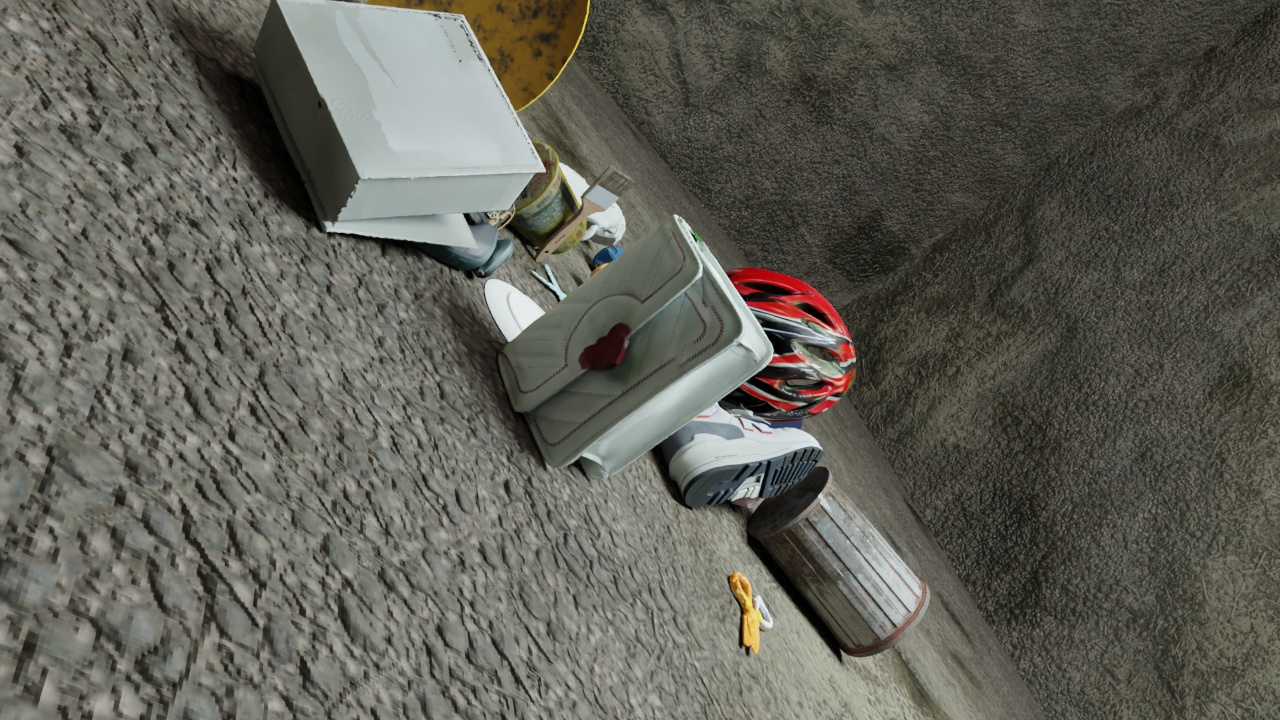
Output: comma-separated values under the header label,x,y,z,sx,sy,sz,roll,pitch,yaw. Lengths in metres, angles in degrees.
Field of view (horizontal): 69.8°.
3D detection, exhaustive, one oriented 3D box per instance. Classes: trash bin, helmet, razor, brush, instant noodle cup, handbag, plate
label,x,y,z,sx,sy,sz,roll,pitch,yaw
trash bin,0.242,0.247,1.108,0.211,0.131,0.130,50,14,-7
helmet,-0.161,-0.362,0.984,0.205,0.256,0.131,52,14,-5
razor,-0.166,-0.108,0.805,0.142,0.047,0.052,21,59,-61
brush,-0.069,-0.160,1.033,0.045,0.143,0.008,18,36,-54
instant noodle cup,-0.115,-0.181,1.057,0.108,0.102,0.102,50,11,-52
handbag,-0.011,-0.011,0.749,0.142,0.199,0.096,59,16,25
helmet,0.175,-0.014,1.331,0.272,0.218,0.166,23,30,22
plate,-0.100,-0.027,0.885,0.134,0.011,0.134,49,14,-18

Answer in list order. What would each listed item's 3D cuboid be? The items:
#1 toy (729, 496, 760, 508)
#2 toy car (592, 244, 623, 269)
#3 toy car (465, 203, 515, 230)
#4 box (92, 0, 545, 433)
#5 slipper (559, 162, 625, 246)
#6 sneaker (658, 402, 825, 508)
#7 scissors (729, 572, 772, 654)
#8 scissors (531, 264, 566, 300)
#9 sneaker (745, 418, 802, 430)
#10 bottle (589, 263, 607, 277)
label,x,y,z,sx,sy,sz,roll,pitch,yaw
toy,0.140,0.145,1.142,0.047,0.064,0.109,55,26,1
toy car,-0.025,-0.105,1.249,0.043,0.056,0.120,17,36,-58
toy car,-0.177,-0.182,0.938,0.112,0.047,0.047,54,-11,-23
box,-0.289,-0.110,0.776,0.171,0.405,0.168,-5,64,-56
slipper,-0.086,-0.198,1.227,0.112,0.074,0.246,26,2,21
sneaker,0.105,0.089,1.043,0.239,0.089,0.124,-1,44,-48
scissors,0.111,0.256,0.895,0.070,0.013,0.130,51,13,-10
scissors,-0.077,-0.057,1.043,0.135,0.015,0.135,33,22,-42
sneaker,0.170,0.027,1.512,0.233,0.091,0.118,44,12,-3
bottle,-0.023,-0.069,1.135,0.108,0.063,0.063,59,15,19
